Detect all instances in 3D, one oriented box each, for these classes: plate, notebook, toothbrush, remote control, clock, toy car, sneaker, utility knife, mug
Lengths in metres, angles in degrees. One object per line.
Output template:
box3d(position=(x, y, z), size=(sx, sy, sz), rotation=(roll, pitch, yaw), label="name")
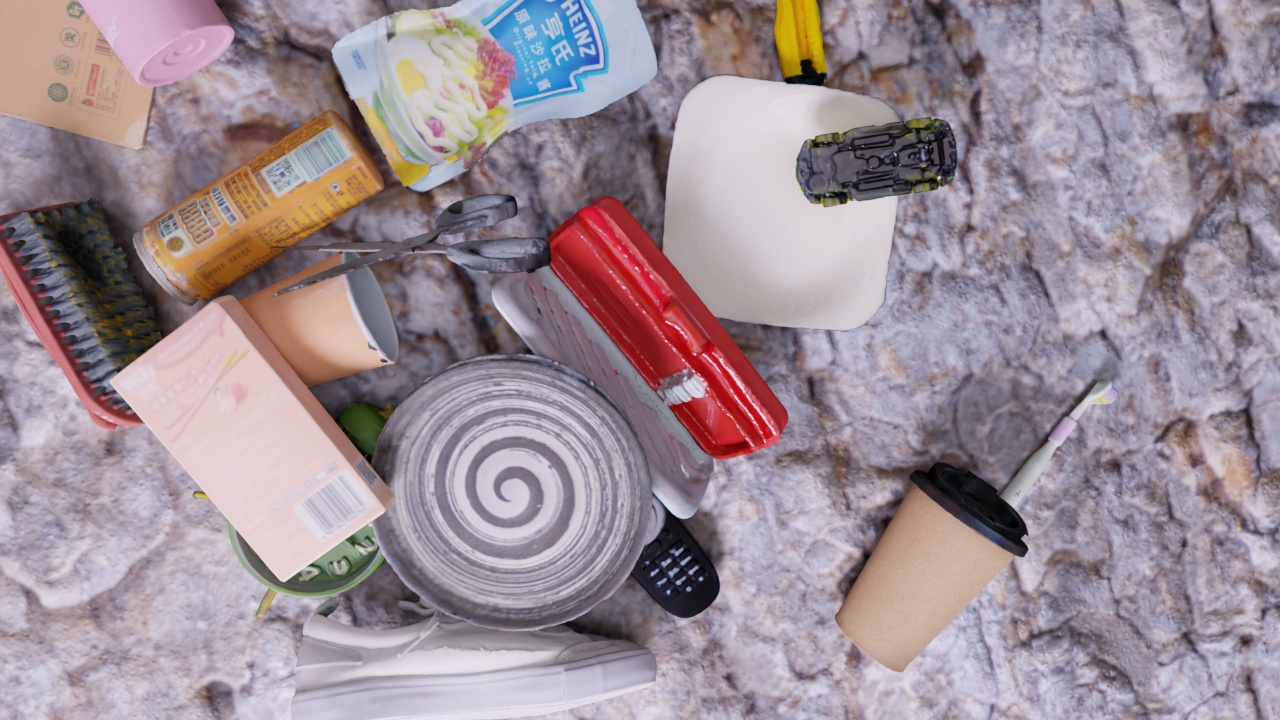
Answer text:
box3d(position=(0.095, -0.107, 0.634), size=(0.163, 0.034, 0.164), rotation=(6, 96, -9), label="plate")
box3d(position=(-0.400, -0.229, 0.564), size=(0.207, 0.008, 0.148), rotation=(14, 95, -9), label="notebook")
box3d(position=(0.294, 0.091, 0.695), size=(0.020, 0.029, 0.189), rotation=(40, 92, 31), label="toothbrush")
box3d(position=(-0.081, 0.082, 0.579), size=(0.179, 0.024, 0.179), rotation=(0, 101, 2), label="plate")
box3d(position=(0.005, 0.125, 0.656), size=(0.053, 0.024, 0.136), rotation=(-38, 99, 0), label="remote control")
box3d(position=(-0.197, 0.093, 0.608), size=(0.161, 0.056, 0.116), rotation=(-24, 101, -5), label="clock")
box3d(position=(0.154, -0.131, 0.607), size=(0.105, 0.032, 0.048), rotation=(-8, 99, 4), label="toy car")
box3d(position=(-0.108, 0.195, 0.626), size=(0.242, 0.090, 0.090), rotation=(2, 65, -20), label="sneaker")
box3d(position=(0.098, -0.290, 0.621), size=(0.033, 0.015, 0.223), rotation=(-11, 98, -9), label="utility knife")
box3d(position=(-0.226, -0.013, 0.585), size=(0.123, 0.078, 0.078), rotation=(-21, 99, 0), label="mug")

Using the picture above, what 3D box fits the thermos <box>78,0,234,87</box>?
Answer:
box3d(position=(-0.318, -0.265, 0.525), size=(0.067, 0.087, 0.198), rotation=(-39, 103, -35), label="thermos")

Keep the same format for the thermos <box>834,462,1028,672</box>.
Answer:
box3d(position=(0.206, 0.148, 0.659), size=(0.093, 0.093, 0.143), rotation=(31, 100, -10), label="thermos")

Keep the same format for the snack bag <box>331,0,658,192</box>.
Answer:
box3d(position=(-0.088, -0.192, 0.588), size=(0.191, 0.039, 0.110), rotation=(-26, 114, -2), label="snack bag")

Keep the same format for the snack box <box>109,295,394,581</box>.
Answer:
box3d(position=(-0.229, 0.048, 0.548), size=(0.084, 0.026, 0.157), rotation=(-34, 100, 8), label="snack box")

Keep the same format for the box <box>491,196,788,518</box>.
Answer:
box3d(position=(-0.006, 0.006, 0.600), size=(0.201, 0.096, 0.100), rotation=(50, 53, -10), label="box")

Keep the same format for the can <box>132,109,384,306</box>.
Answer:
box3d(position=(-0.237, -0.096, 0.578), size=(0.146, 0.058, 0.058), rotation=(-33, 100, -3), label="can")

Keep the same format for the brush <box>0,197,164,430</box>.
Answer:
box3d(position=(-0.347, -0.025, 0.575), size=(0.069, 0.063, 0.146), rotation=(-18, 102, 25), label="brush")

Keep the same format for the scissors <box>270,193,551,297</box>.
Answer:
box3d(position=(-0.135, -0.068, 0.558), size=(0.159, 0.180, 0.014), rotation=(17, 127, 30), label="scissors")
